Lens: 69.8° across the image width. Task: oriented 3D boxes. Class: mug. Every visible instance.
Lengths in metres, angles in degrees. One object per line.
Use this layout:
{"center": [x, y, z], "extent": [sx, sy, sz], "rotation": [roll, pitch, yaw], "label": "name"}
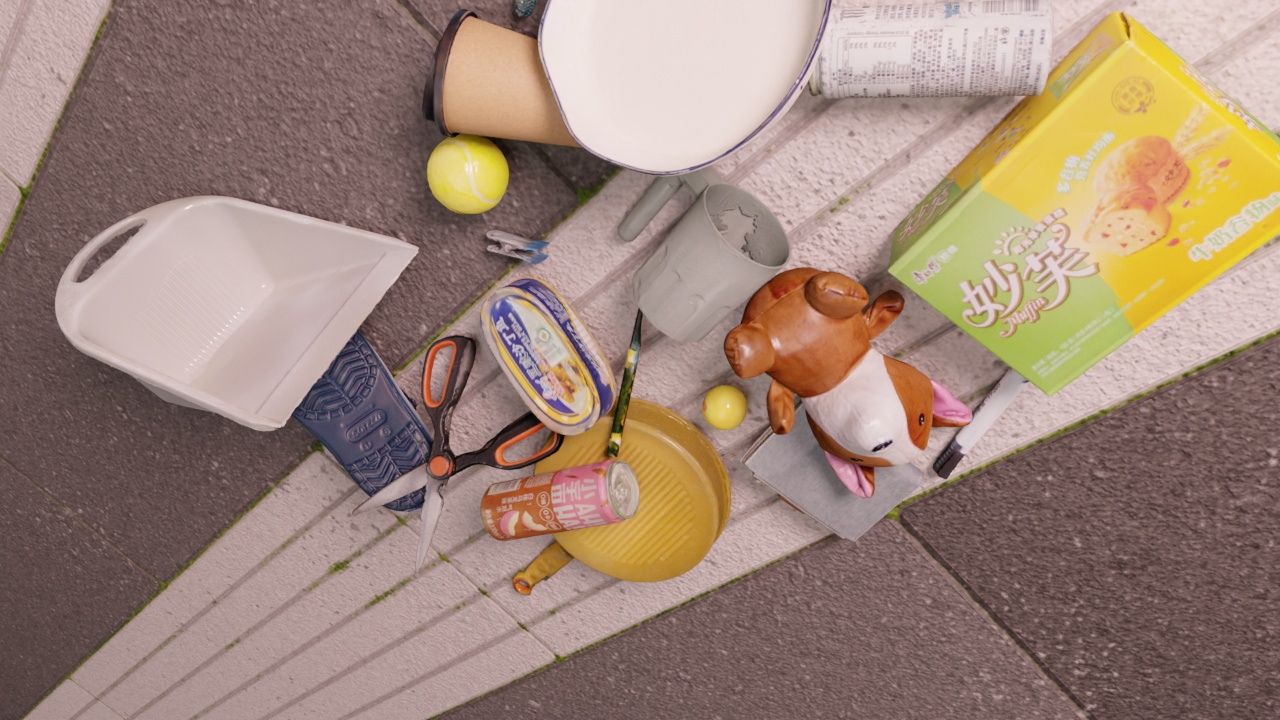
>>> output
{"center": [0.042, -0.090, 0.721], "extent": [0.124, 0.083, 0.104], "rotation": [55, 130, 13], "label": "mug"}

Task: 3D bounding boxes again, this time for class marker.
{"center": [0.281, 0.051, 0.756], "extent": [0.018, 0.022, 0.131], "rotation": [19, 130, -6], "label": "marker"}

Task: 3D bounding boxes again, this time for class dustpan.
{"center": [-0.376, -0.065, 0.810], "extent": [0.258, 0.222, 0.143], "rotation": [-4, 135, 36], "label": "dustpan"}

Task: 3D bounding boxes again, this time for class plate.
{"center": [0.030, -0.219, 0.589], "extent": [0.205, 0.045, 0.205], "rotation": [-1, 87, 29], "label": "plate"}

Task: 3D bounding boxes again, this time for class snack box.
{"center": [0.295, -0.095, 0.614], "extent": [0.157, 0.069, 0.211], "rotation": [36, 128, -6], "label": "snack box"}

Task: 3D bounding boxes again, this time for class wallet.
{"center": [0.168, 0.096, 0.823], "extent": [0.129, 0.036, 0.107], "rotation": [37, 118, -7], "label": "wallet"}

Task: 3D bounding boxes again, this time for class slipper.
{"center": [-0.288, 0.044, 0.934], "extent": [0.253, 0.105, 0.095], "rotation": [48, 172, 3], "label": "slipper"}

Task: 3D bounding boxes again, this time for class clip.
{"center": [-0.109, -0.099, 0.800], "extent": [0.058, 0.025, 0.036], "rotation": [17, 121, 16], "label": "clip"}

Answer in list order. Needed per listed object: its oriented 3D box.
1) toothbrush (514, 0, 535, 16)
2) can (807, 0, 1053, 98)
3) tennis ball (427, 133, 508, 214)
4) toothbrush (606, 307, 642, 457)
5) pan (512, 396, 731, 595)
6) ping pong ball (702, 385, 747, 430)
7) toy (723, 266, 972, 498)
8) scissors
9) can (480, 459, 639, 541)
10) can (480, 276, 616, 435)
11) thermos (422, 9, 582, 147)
{"center": [-0.063, -0.326, 0.624], "extent": [0.016, 0.018, 0.192], "rotation": [24, 129, 4], "label": "toothbrush"}
{"center": [0.184, -0.199, 0.591], "extent": [0.147, 0.058, 0.058], "rotation": [4, 125, 19], "label": "can"}
{"center": [-0.140, -0.152, 0.748], "extent": [0.065, 0.065, 0.066], "rotation": [11, 127, 14], "label": "tennis ball"}
{"center": [-0.005, 0.005, 0.810], "extent": [0.017, 0.012, 0.186], "rotation": [14, 112, 2], "label": "toothbrush"}
{"center": [-0.052, 0.172, 0.957], "extent": [0.197, 0.078, 0.358], "rotation": [41, 122, -3], "label": "pan"}
{"center": [0.075, 0.042, 0.817], "extent": [0.040, 0.040, 0.040], "rotation": [11, 127, 14], "label": "ping pong ball"}
{"center": [0.165, 0.018, 0.722], "extent": [0.140, 0.130, 0.199], "rotation": [-33, 116, 17], "label": "toy"}
{"center": [-0.176, 0.082, 0.875], "extent": [0.221, 0.021, 0.232], "rotation": [-10, 80, 10], "label": "scissors"}
{"center": [-0.077, 0.133, 0.865], "extent": [0.148, 0.057, 0.058], "rotation": [-14, 118, 26], "label": "can"}
{"center": [-0.081, -0.004, 0.817], "extent": [0.075, 0.049, 0.148], "rotation": [-31, 95, 22], "label": "can"}
{"center": [-0.088, -0.202, 0.683], "extent": [0.143, 0.092, 0.093], "rotation": [14, 128, 1], "label": "thermos"}
